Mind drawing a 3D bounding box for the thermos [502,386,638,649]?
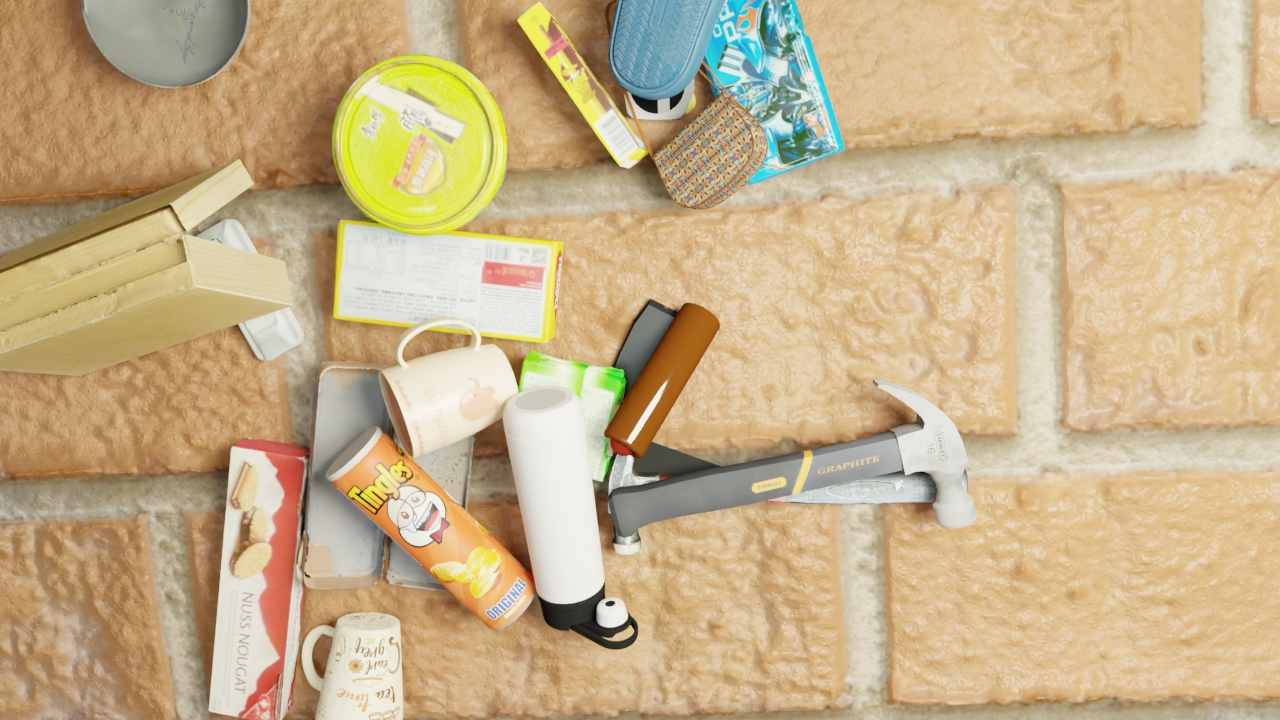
[{"bbox_3d":[-0.059,0.141,0.810,0.101,0.068,0.230,9,116,34],"label":"thermos"}]

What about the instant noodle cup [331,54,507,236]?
[{"bbox_3d":[-0.180,-0.182,0.793,0.146,0.097,0.146,1,98,4],"label":"instant noodle cup"}]

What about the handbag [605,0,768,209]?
[{"bbox_3d":[0.028,-0.225,0.785,0.094,0.043,0.195,-38,81,31],"label":"handbag"}]

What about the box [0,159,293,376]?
[{"bbox_3d":[-0.457,-0.072,0.796,0.249,0.140,0.148,-17,93,13],"label":"box"}]

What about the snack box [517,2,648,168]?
[{"bbox_3d":[-0.048,-0.235,0.794,0.026,0.061,0.149,-35,94,10],"label":"snack box"}]

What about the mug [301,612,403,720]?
[{"bbox_3d":[-0.283,0.296,0.889,0.122,0.081,0.097,6,91,30],"label":"mug"}]

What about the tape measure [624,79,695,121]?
[{"bbox_3d":[0.016,-0.245,0.810,0.064,0.016,0.065,-1,98,5],"label":"tape measure"}]

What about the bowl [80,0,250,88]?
[{"bbox_3d":[-0.407,-0.313,0.811,0.151,0.056,0.151,1,98,4],"label":"bowl"}]

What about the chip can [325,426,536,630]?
[{"bbox_3d":[-0.186,0.154,0.833,0.062,0.062,0.210,-39,108,8],"label":"chip can"}]

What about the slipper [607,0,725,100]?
[{"bbox_3d":[0.036,-0.314,0.738,0.104,0.059,0.214,16,96,17],"label":"slipper"}]

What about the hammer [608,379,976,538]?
[{"bbox_3d":[0.126,0.108,0.811,0.313,0.035,0.139,-14,98,6],"label":"hammer"}]

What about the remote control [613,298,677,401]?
[{"bbox_3d":[-0.005,0.005,0.850,0.039,0.010,0.125,27,100,0],"label":"remote control"}]

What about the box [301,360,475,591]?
[{"bbox_3d":[-0.236,0.111,0.865,0.157,0.063,0.216,6,98,-5],"label":"box"}]

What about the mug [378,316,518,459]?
[{"bbox_3d":[-0.168,0.017,0.800,0.104,0.085,0.111,-20,113,-23],"label":"mug"}]

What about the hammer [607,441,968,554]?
[{"bbox_3d":[0.132,0.108,0.844,0.326,0.036,0.140,-1,99,4],"label":"hammer"}]

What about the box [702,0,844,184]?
[{"bbox_3d":[0.097,-0.282,0.789,0.091,0.066,0.243,-16,97,28],"label":"box"}]

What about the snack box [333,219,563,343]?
[{"bbox_3d":[-0.174,-0.073,0.836,0.201,0.042,0.092,6,99,3],"label":"snack box"}]

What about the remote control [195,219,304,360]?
[{"bbox_3d":[-0.369,-0.065,0.860,0.050,0.022,0.133,-28,95,7],"label":"remote control"}]

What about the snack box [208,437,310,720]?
[{"bbox_3d":[-0.365,0.215,0.888,0.076,0.044,0.273,10,98,3],"label":"snack box"}]

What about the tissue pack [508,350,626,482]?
[{"bbox_3d":[-0.066,0.053,0.841,0.099,0.034,0.114,14,107,7],"label":"tissue pack"}]

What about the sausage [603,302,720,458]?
[{"bbox_3d":[0.020,0.017,0.812,0.040,0.040,0.155,32,74,-1],"label":"sausage"}]
